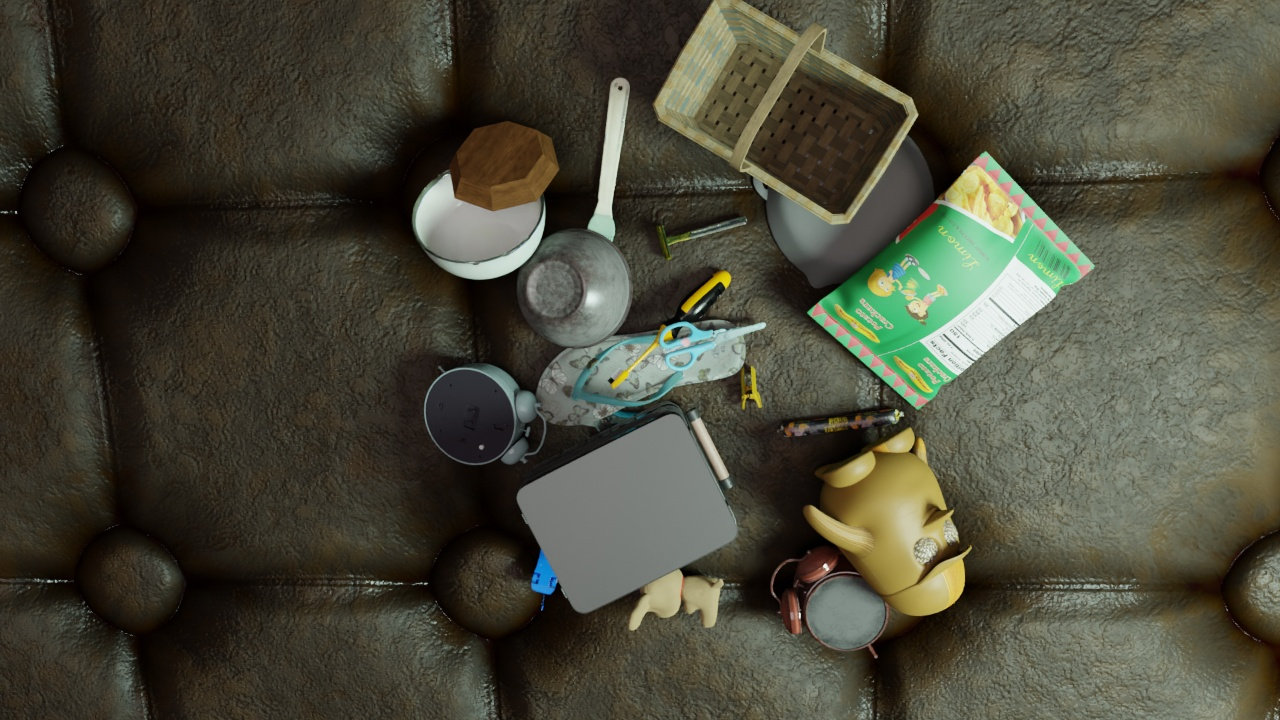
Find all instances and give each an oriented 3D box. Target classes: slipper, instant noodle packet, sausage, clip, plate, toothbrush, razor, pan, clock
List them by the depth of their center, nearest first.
[{"bbox_3d":[0.347,-0.080,1.033,0.195,0.090,0.253,38,113,-19],"label":"instant noodle packet"},{"bbox_3d":[-0.160,-0.229,1.053,0.131,0.025,0.131,-3,59,4],"label":"plate"},{"bbox_3d":[0.303,-0.165,1.068,0.354,0.024,0.217,19,102,1],"label":"pan"},{"bbox_3d":[0.036,-0.037,1.087,0.196,0.031,0.031,-44,65,-8],"label":"toothbrush"},{"bbox_3d":[0.075,-0.154,1.092,0.106,0.026,0.042,-15,97,3],"label":"razor"},{"bbox_3d":[-0.007,0.006,1.109,0.269,0.054,0.098,-18,86,5],"label":"slipper"},{"bbox_3d":[0.126,0.039,1.117,0.039,0.052,0.047,-6,129,7],"label":"clip"},{"bbox_3d":[0.243,0.077,1.122,0.155,0.020,0.020,-8,100,6],"label":"sausage"},{"bbox_3d":[-0.191,0.068,1.131,0.159,0.045,0.123,19,107,11],"label":"clock"},{"bbox_3d":[0.236,0.293,1.137,0.157,0.072,0.121,23,102,-1],"label":"clock"}]

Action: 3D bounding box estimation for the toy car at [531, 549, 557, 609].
[{"bbox_3d":[-0.120,0.277,1.196,0.033,0.062,0.091,14,72,2],"label":"toy car"}]

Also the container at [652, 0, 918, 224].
[{"bbox_3d":[0.148,-0.264,0.963,0.250,0.186,0.158,33,101,8],"label":"container"}]

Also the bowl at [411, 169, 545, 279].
[{"bbox_3d":[-0.182,-0.154,1.068,0.153,0.073,0.153,-2,58,3],"label":"bowl"}]

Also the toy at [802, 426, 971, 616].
[{"bbox_3d":[0.301,0.197,1.062,0.198,0.163,0.203,-24,83,-30],"label":"toy"}]

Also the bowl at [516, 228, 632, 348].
[{"bbox_3d":[-0.088,-0.084,1.078,0.145,0.067,0.145,2,96,18],"label":"bowl"}]

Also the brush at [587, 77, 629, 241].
[{"bbox_3d":[-0.037,-0.225,1.092,0.033,0.012,0.218,9,100,3],"label":"brush"}]

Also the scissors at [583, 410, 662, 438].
[{"bbox_3d":[-0.020,0.087,1.147,0.129,0.019,0.137,-38,94,11],"label":"scissors"}]

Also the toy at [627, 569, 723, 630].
[{"bbox_3d":[0.045,0.286,1.145,0.108,0.133,0.106,9,143,2],"label":"toy"}]

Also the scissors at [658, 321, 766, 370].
[{"bbox_3d":[0.089,-0.023,1.088,0.138,0.015,0.063,-11,110,-10],"label":"scissors"}]

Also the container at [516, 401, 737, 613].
[{"bbox_3d":[-0.015,0.164,1.073,0.241,0.130,0.163,-27,95,2],"label":"container"}]
